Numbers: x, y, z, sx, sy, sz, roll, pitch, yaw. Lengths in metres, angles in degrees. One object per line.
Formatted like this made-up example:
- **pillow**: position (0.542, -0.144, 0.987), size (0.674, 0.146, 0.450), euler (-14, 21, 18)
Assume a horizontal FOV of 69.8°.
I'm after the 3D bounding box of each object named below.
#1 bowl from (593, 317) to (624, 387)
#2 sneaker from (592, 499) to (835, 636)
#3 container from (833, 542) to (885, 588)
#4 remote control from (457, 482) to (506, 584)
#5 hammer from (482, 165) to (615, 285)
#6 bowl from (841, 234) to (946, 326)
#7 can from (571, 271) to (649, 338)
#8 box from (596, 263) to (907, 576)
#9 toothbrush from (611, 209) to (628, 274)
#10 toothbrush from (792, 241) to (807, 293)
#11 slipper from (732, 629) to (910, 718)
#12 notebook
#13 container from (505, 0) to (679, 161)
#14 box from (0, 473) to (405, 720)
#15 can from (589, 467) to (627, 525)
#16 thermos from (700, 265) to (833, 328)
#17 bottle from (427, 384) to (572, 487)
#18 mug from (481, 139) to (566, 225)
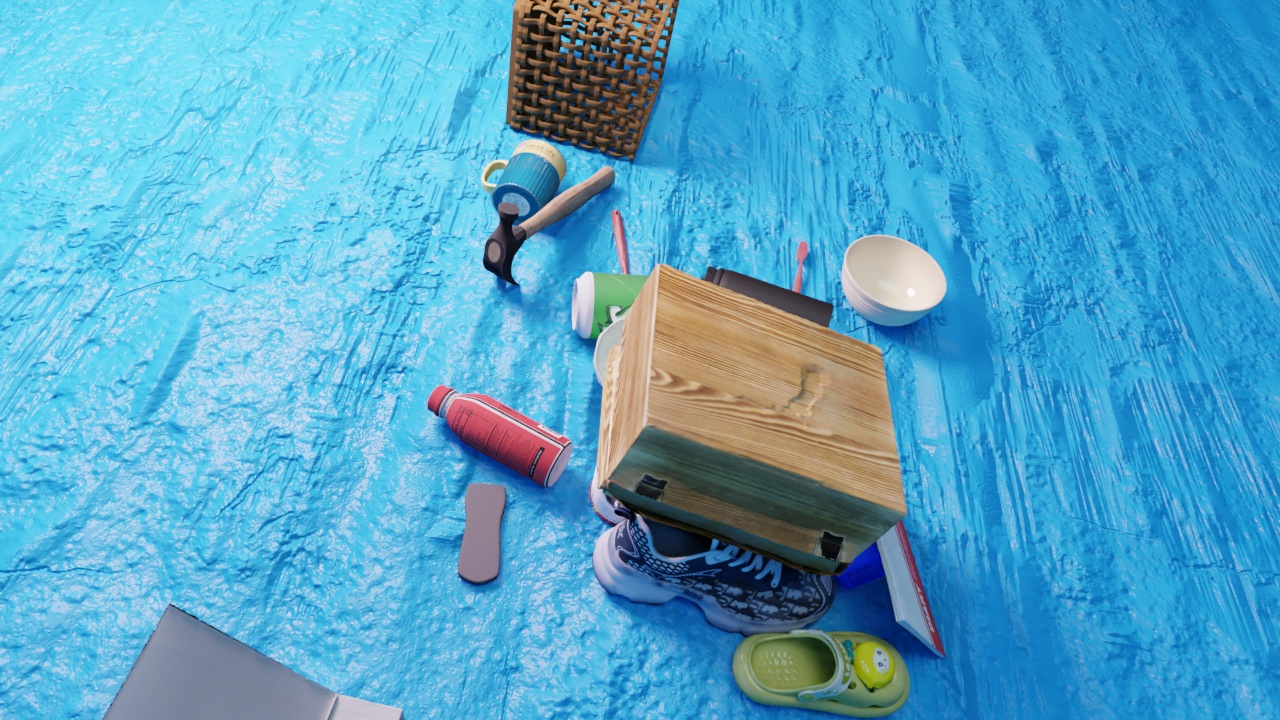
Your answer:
- **bowl**: position (-0.007, 0.007, 1.166), size (0.117, 0.061, 0.117), euler (3, 75, -12)
- **sneaker**: position (0.088, 0.211, 0.985), size (0.269, 0.133, 0.103), euler (14, 48, -2)
- **container**: position (0.232, 0.199, 1.049), size (0.058, 0.096, 0.114), euler (-24, 52, 8)
- **remote control**: position (-0.176, 0.192, 1.023), size (0.046, 0.009, 0.124), euler (5, 51, -8)
- **hammer**: position (-0.121, -0.210, 1.309), size (0.040, 0.133, 0.304), euler (30, 40, 12)
- **bowl**: position (0.358, -0.104, 1.335), size (0.150, 0.075, 0.150), euler (6, 50, -7)
- **can**: position (-0.018, -0.070, 1.219), size (0.140, 0.088, 0.087), euler (2, 51, -10)
- **box**: position (0.107, 0.071, 0.944), size (0.279, 0.168, 0.244), euler (21, 41, -15)
- **toothbrush**: position (-0.025, -0.152, 1.330), size (0.016, 0.016, 0.189), euler (0, 52, -11)
- **toothbrush**: position (0.231, -0.107, 1.353), size (0.015, 0.016, 0.184), euler (15, 53, 0)
- **slipper**: position (0.193, 0.315, 0.959), size (0.190, 0.082, 0.091), euler (5, 48, -5)
- **notebook**: position (0.288, 0.215, 1.034), size (0.012, 0.153, 0.208), euler (-25, 50, 21)
- **container**: position (-0.072, -0.503, 1.472), size (0.214, 0.220, 0.250), euler (15, 50, 0)
- **box**: position (-0.285, 0.285, 0.648), size (0.119, 0.479, 0.166), euler (-3, 46, 19)
- **can**: position (-0.008, 0.125, 1.043), size (0.086, 0.117, 0.086), euler (6, 51, -7)
- **thermos**: position (0.154, -0.068, 1.255), size (0.198, 0.086, 0.085), euler (19, 50, 4)
- **bottle**: position (-0.169, 0.082, 1.079), size (0.176, 0.062, 0.062), euler (27, 51, 10)
- **mug**: position (-0.179, -0.262, 1.350), size (0.114, 0.083, 0.107), euler (10, 53, 12)
